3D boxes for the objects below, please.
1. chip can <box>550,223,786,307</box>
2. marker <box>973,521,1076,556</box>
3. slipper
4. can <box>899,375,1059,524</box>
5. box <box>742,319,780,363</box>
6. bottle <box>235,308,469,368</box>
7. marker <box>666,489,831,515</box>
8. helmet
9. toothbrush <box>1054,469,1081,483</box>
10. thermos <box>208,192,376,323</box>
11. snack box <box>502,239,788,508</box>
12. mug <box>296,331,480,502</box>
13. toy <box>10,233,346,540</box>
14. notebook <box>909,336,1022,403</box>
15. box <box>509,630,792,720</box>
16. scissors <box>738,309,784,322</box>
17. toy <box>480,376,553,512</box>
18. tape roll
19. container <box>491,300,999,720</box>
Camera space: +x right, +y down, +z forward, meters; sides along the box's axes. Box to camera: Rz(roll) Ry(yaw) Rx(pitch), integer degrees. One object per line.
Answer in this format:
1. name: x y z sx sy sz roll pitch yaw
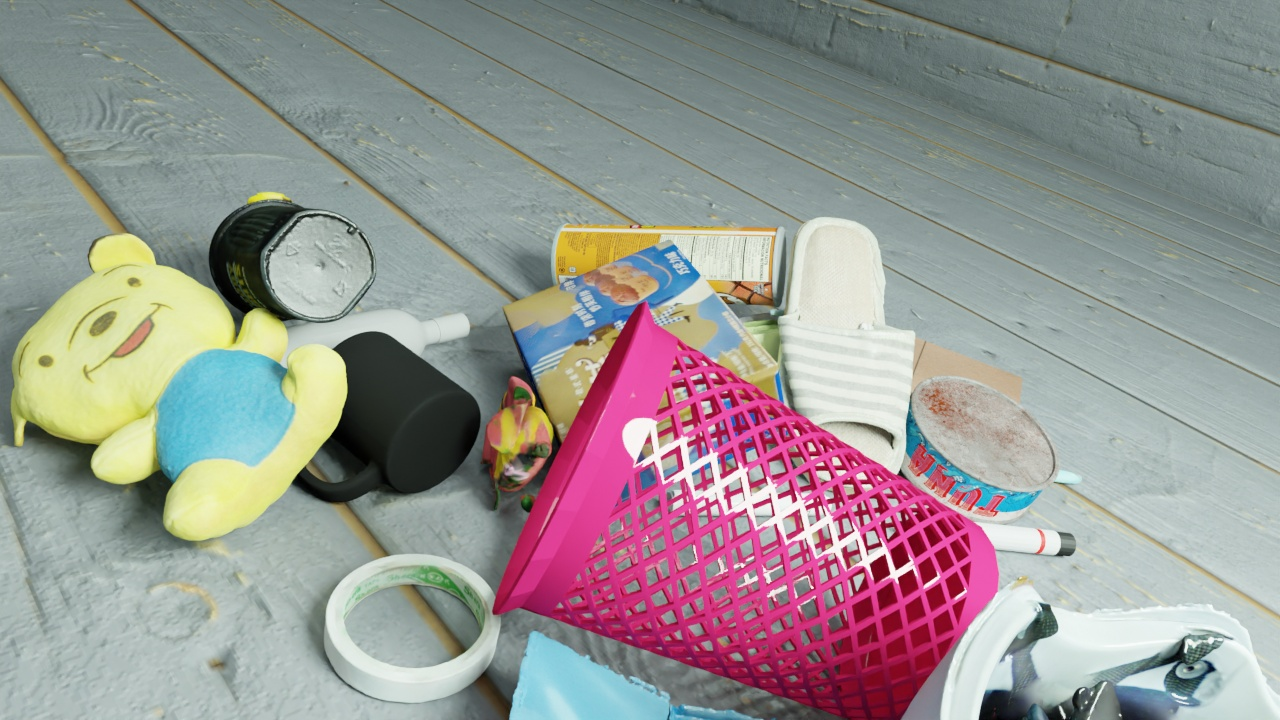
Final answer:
1. chip can: 0.028 -0.093 0.882 0.215 0.075 0.075 3 25 16
2. marker: 0.265 0.134 0.703 0.145 0.019 0.019 8 29 -12
3. slipper: 0.172 -0.018 0.779 0.114 0.054 0.272 3 58 0
4. can: 0.278 0.073 0.768 0.130 0.044 0.129 12 40 -10
5. box: 0.116 -0.006 0.835 0.187 0.078 0.090 -6 33 -36
6. bottle: -0.216 -0.010 0.700 0.052 0.053 0.194 34 34 32
7. marker: 0.081 0.104 0.670 0.133 0.020 0.017 3 34 -20
8. helmet: 0.211 0.226 0.357 0.264 0.164 0.236 15 31 -13
9. toothbrush: 0.309 0.090 0.810 0.180 0.017 0.016 11 31 -10
10. thermos: -0.254 -0.073 0.665 0.098 0.098 0.221 -3 7 -29
11. snack box: -0.004 0.004 0.697 0.155 0.069 0.202 -23 37 -7
12. mug: -0.176 0.045 0.609 0.088 0.078 0.113 32 59 29
13. toy: -0.289 0.018 0.567 0.214 0.084 0.148 24 55 17
14. notebook: 0.290 0.008 0.957 0.209 0.008 0.141 23 29 15
15. box: 0.013 0.222 0.373 0.177 0.048 0.231 21 22 -4
16. scissors: 0.152 -0.045 0.896 0.173 0.013 0.170 -8 0 34
17. toy: -0.084 0.053 0.623 0.046 0.084 0.103 2 18 -11
18. tape roll: -0.124 0.144 0.502 0.094 0.018 0.093 12 27 -6
19. container: 0.061 0.100 0.505 0.225 0.184 0.182 26 28 -5
